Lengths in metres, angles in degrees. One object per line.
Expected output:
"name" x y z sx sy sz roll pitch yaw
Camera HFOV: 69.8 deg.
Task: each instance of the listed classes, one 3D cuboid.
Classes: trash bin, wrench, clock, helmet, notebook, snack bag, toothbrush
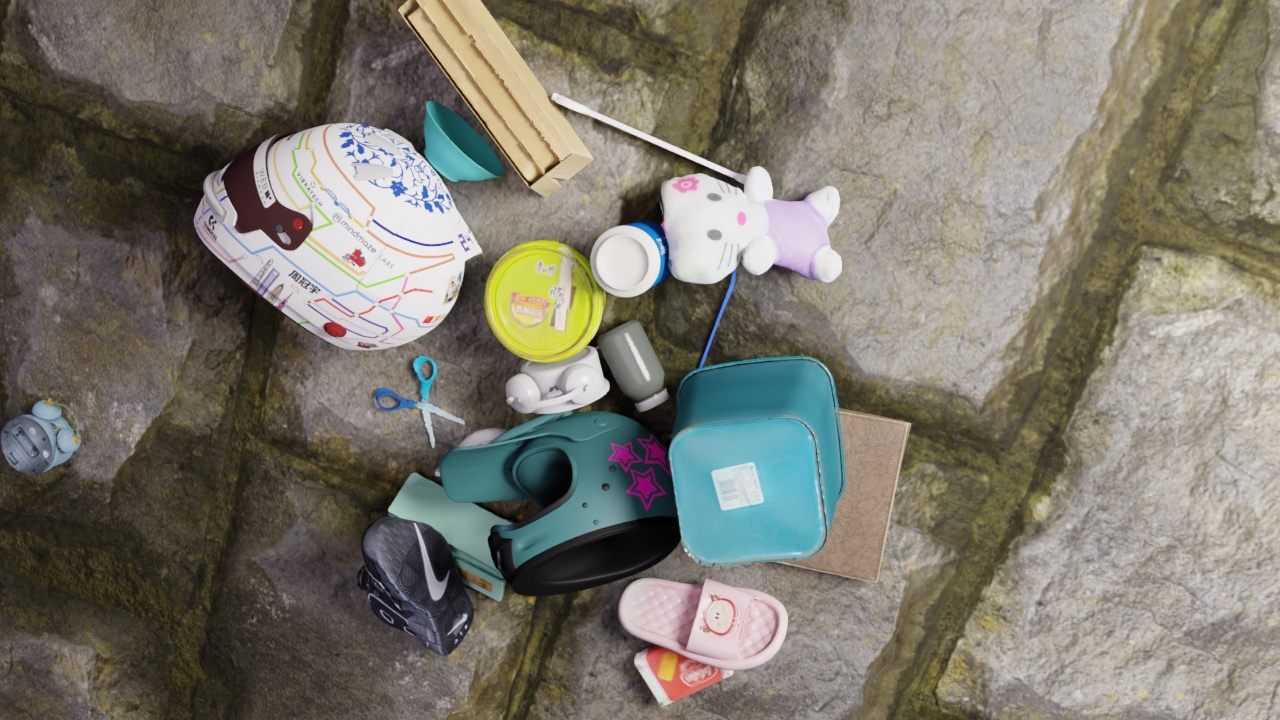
"trash bin" 0.127 0.114 1.020 0.197 0.218 0.199 -7 98 12
"wrench" 0.018 -0.262 1.094 0.273 0.047 0.009 24 104 4
"clock" -0.098 0.030 1.117 0.120 0.159 0.061 -10 107 13
"helmet" -0.346 -0.164 1.087 0.314 0.230 0.236 41 110 -5
"helmet" -0.087 0.156 1.104 0.274 0.200 0.177 -10 143 -24
"notebook" 0.220 0.161 1.140 0.190 0.034 0.215 10 103 10
"snack bag" 0.057 0.404 1.222 0.116 0.036 0.077 -30 93 16
"toothbrush" 0.103 -0.065 1.130 0.011 0.016 0.187 19 106 5
"clock" -0.873 0.112 1.346 0.125 0.051 0.089 -37 91 15

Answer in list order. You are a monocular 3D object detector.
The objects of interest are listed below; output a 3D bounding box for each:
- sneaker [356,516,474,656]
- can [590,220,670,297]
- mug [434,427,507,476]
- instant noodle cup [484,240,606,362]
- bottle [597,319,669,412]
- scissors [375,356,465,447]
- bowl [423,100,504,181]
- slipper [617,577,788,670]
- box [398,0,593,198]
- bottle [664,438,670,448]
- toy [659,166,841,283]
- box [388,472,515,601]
"sneaker" -0.328 0.283 1.220 0.151 0.097 0.253 7 135 26
"can" -0.005 -0.121 1.071 0.079 0.146 0.079 2 101 11
"mug" -0.213 0.137 1.202 0.124 0.076 0.090 -10 99 13
"instant noodle cup" -0.109 -0.075 1.127 0.146 0.097 0.146 2 100 11
"bottle" -0.007 0.007 1.142 0.060 0.060 0.108 -25 95 15
"scissors" -0.301 0.058 1.240 0.127 0.014 0.127 -10 103 10
"bowl" -0.224 -0.250 1.102 0.046 0.121 0.121 -41 91 16
"slipper" 0.076 0.330 1.173 0.222 0.056 0.106 6 60 18
"box" -0.168 -0.315 1.075 0.092 0.128 0.249 -36 93 15
"bottle" 0.078 0.079 1.154 0.123 0.033 0.033 -36 92 16
"toy" 0.123 -0.150 1.052 0.209 0.086 0.137 3 77 -8
"box" -0.252 0.242 1.257 0.187 0.078 0.113 25 134 7
